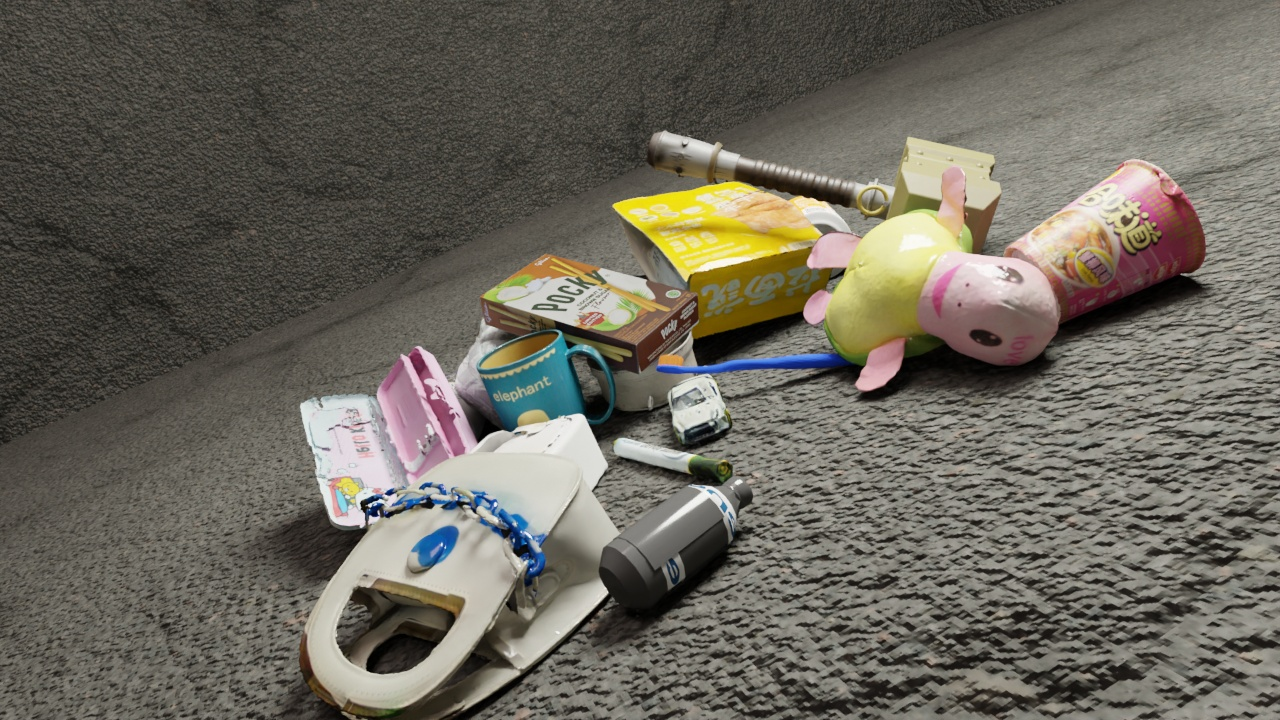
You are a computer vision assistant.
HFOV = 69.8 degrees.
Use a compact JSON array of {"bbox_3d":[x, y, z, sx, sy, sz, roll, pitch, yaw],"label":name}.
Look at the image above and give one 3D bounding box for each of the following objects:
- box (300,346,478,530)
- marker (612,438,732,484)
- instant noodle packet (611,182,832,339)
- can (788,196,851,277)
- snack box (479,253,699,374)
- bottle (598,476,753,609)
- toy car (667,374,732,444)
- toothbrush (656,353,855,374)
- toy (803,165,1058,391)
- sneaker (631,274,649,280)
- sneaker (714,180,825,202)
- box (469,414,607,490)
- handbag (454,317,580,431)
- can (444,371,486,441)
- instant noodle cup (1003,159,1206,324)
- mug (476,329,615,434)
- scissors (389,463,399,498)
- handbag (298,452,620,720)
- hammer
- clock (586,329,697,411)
[{"bbox_3d":[-0.229,0.076,0.856,0.149,0.073,0.201,-30,40,-8],"label":"box"},{"bbox_3d":[0.021,0.077,0.719,0.017,0.017,0.147,-31,19,-28],"label":"marker"},{"bbox_3d":[0.081,-0.129,0.981,0.162,0.084,0.221,-15,40,-15],"label":"instant noodle packet"},{"bbox_3d":[0.199,-0.146,1.077,0.079,0.079,0.142,-19,17,8],"label":"can"},{"bbox_3d":[-0.050,-0.049,0.879,0.186,0.032,0.100,18,40,31],"label":"snack box"},{"bbox_3d":[0.025,0.108,0.565,0.112,0.047,0.047,-31,19,-30],"label":"bottle"},{"bbox_3d":[0.048,0.037,0.782,0.048,0.033,0.105,-19,18,3],"label":"toy car"},{"bbox_3d":[0.102,0.000,0.796,0.183,0.018,0.016,-3,-19,17],"label":"toothbrush"},{"bbox_3d":[0.216,-0.057,0.729,0.238,0.087,0.190,15,78,56],"label":"toy"},{"bbox_3d":[0.011,-0.077,1.081,0.119,0.095,0.235,-29,16,-30],"label":"sneaker"},{"bbox_3d":[0.124,-0.198,1.219,0.238,0.143,0.101,-23,16,-6],"label":"sneaker"},{"bbox_3d":[-0.095,0.083,0.746,0.107,0.076,0.102,-11,21,25],"label":"box"},{"bbox_3d":[-0.117,-0.002,0.950,0.123,0.112,0.171,-44,14,17],"label":"handbag"},{"bbox_3d":[-0.194,0.058,0.959,0.064,0.064,0.127,-21,17,4],"label":"can"},{"bbox_3d":[0.344,-0.082,0.694,0.108,0.098,0.097,-29,17,3],"label":"instant noodle cup"},{"bbox_3d":[-0.077,0.032,0.829,0.112,0.104,0.084,-16,18,11],"label":"mug"},{"bbox_3d":[-0.240,0.128,0.895,0.078,0.033,0.175,-26,16,1],"label":"scissors"},{"bbox_3d":[-0.127,0.140,0.595,0.201,0.093,0.199,-6,31,42],"label":"handbag"},{"bbox_3d":[0.165,-0.171,0.892,0.325,0.101,0.189,16,28,11],"label":"hammer"},{"bbox_3d":[-0.005,0.005,0.902,0.103,0.061,0.157,-30,26,-25],"label":"clock"}]
